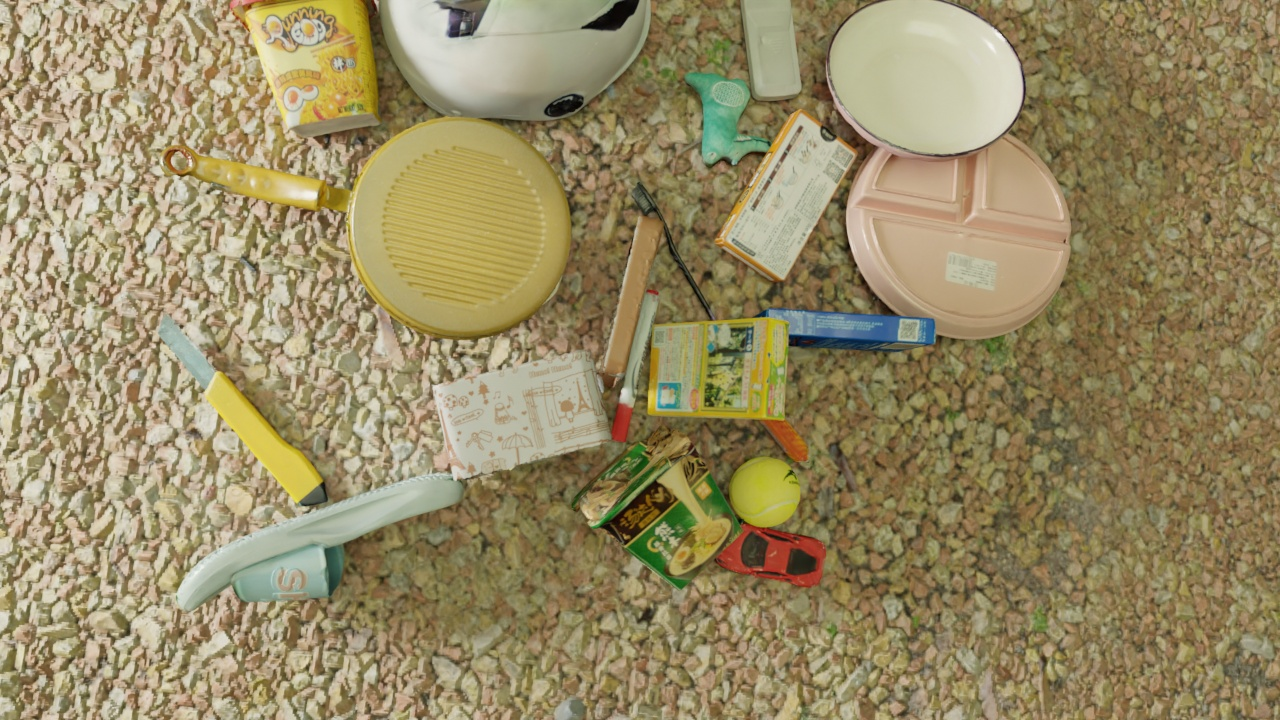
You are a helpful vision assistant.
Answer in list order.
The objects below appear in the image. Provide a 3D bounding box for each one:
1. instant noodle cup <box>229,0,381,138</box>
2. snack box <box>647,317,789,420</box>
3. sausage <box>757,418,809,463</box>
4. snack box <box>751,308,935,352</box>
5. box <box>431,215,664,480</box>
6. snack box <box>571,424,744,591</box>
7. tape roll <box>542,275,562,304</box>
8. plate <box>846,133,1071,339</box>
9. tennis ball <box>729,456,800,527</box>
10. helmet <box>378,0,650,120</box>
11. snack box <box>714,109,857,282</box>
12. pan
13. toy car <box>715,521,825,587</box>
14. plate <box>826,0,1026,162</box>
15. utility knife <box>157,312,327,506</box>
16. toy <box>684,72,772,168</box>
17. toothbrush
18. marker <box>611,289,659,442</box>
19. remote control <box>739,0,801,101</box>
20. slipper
[{"bbox_3d":[-0.287,-0.271,0.821,0.116,0.116,0.124,-13,99,-7],"label":"instant noodle cup"},{"bbox_3d":[0.067,0.009,0.824,0.033,0.141,0.087,8,83,-43],"label":"snack box"},{"bbox_3d":[0.108,0.035,0.877,0.021,0.021,0.165,-40,91,-8],"label":"sausage"},{"bbox_3d":[0.183,-0.027,0.858,0.157,0.084,0.026,3,85,-6],"label":"snack box"},{"bbox_3d":[-0.058,0.008,0.784,0.136,0.179,0.269,45,83,1],"label":"box"},{"bbox_3d":[0.020,0.137,0.822,0.117,0.118,0.105,-41,101,-8],"label":"snack box"},{"bbox_3d":[-0.116,-0.088,0.860,0.085,0.014,0.086,-1,96,-10],"label":"tape roll"},{"bbox_3d":[0.316,-0.134,0.895,0.229,0.028,0.229,1,78,-7],"label":"plate"},{"bbox_3d":[0.115,0.122,0.849,0.065,0.065,0.065,0,85,-6],"label":"tennis ball"},{"bbox_3d":[-0.109,-0.344,0.821,0.258,0.146,0.229,-10,87,-7],"label":"helmet"},{"bbox_3d":[0.142,-0.158,0.888,0.075,0.026,0.153,32,83,-13],"label":"snack box"},{"bbox_3d":[-0.236,-0.134,0.805,0.357,0.078,0.197,13,90,-17],"label":"pan"},{"bbox_3d":[0.122,0.182,0.864,0.106,0.031,0.049,14,83,-3],"label":"toy car"},{"bbox_3d":[0.272,-0.269,0.892,0.192,0.039,0.192,1,67,-2],"label":"plate"},{"bbox_3d":[-0.360,0.046,0.830,0.033,0.015,0.223,-40,93,-7],"label":"utility knife"},{"bbox_3d":[0.086,-0.231,0.893,0.096,0.030,0.092,5,90,-13],"label":"toy"},{"bbox_3d":[0.040,-0.088,0.884,0.017,0.014,0.189,-29,89,0],"label":"toothbrush"},{"bbox_3d":[-0.005,0.005,0.860,0.017,0.017,0.145,13,93,-5],"label":"marker"},{"bbox_3d":[0.128,-0.320,0.906,0.049,0.024,0.125,-7,86,-7],"label":"remote control"},{"bbox_3d":[-0.267,0.162,0.792,0.245,0.104,0.074,-20,90,-13],"label":"slipper"}]
